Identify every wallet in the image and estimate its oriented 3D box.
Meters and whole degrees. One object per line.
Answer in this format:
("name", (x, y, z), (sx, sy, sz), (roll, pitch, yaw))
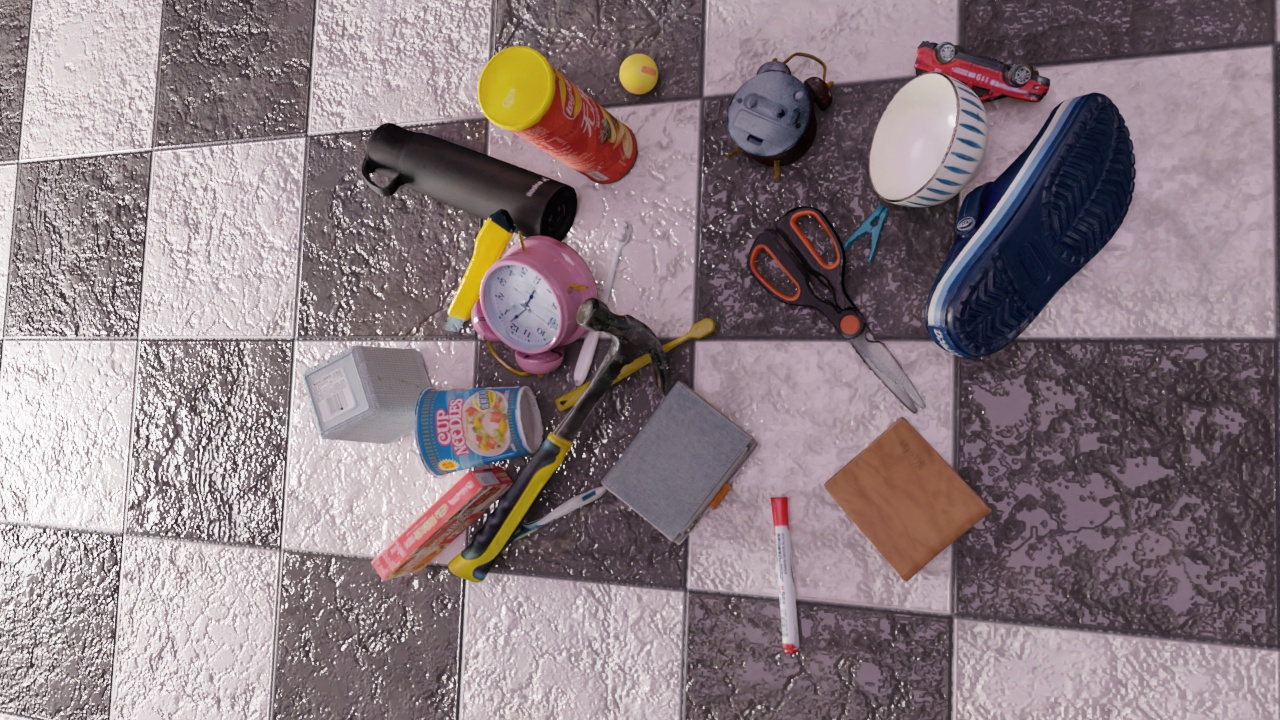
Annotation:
("wallet", (0.241, 0.125, 0.838), (0.101, 0.020, 0.115), (-44, 70, 10))
("wallet", (0.041, 0.102, 0.902), (0.106, 0.037, 0.130), (38, 97, 10))

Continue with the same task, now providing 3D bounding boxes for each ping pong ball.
("ping pong ball", (-0.002, -0.296, 0.949), (0.040, 0.040, 0.040), (-2, 85, 20))

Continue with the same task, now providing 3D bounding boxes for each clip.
("clip", (0.218, -0.121, 0.868), (0.034, 0.013, 0.055), (28, 95, 19))

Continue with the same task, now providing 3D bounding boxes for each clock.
("clock", (0.136, -0.242, 0.887), (0.082, 0.055, 0.122), (30, 95, 21))
("clock", (-0.114, -0.050, 0.944), (0.117, 0.059, 0.159), (38, 129, 9))

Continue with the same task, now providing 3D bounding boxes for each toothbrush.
("toothbrush", (-0.006, 0.006, 0.940), (0.190, 0.016, 0.015), (-28, 77, 17))
("toothbrush", (-0.041, -0.060, 0.957), (0.016, 0.016, 0.180), (18, 92, 25))
("toothbrush", (-0.115, 0.172, 0.966), (0.192, 0.016, 0.018), (-29, 66, 16))

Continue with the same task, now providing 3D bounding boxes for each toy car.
("toy car", (0.306, -0.256, 0.828), (0.120, 0.052, 0.045), (25, 116, 27))

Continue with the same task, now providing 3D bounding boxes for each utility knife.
("utility knife", (-0.175, -0.092, 0.978), (0.033, 0.015, 0.177), (37, 125, 3))

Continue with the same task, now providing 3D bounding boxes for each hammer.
("hammer", (-0.086, 0.095, 0.917), (0.324, 0.126, 0.032), (-55, 32, 13))

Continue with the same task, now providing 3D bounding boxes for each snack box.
("snack box", (-0.207, 0.171, 0.968), (0.153, 0.075, 0.025), (-43, 74, 12))

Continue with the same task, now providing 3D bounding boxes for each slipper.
("slipper", (0.326, -0.111, 0.790), (0.252, 0.105, 0.095), (-54, 29, -6))

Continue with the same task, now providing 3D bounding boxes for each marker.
("marker", (0.137, 0.202, 0.869), (0.017, 0.017, 0.145), (-6, 83, 20))

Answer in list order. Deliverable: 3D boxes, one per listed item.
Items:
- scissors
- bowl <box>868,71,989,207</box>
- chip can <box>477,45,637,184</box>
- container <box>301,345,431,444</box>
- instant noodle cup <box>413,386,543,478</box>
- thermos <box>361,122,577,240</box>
("scissors", (0.182, -0.035, 0.875), (0.140, 0.021, 0.235), (-19, 84, 26))
("bowl", (0.265, -0.190, 0.818), (0.066, 0.116, 0.116), (12, 89, -23))
("chip can", (-0.070, -0.226, 0.875), (0.073, 0.216, 0.073), (-1, 86, 21))
("container", (-0.293, 0.036, 0.991), (0.090, 0.111, 0.090), (-25, 77, 17))
("instant noodle cup", (-0.164, 0.068, 0.956), (0.110, 0.099, 0.099), (-9, 82, 11))
("thermos", (-0.192, -0.185, 0.992), (0.243, 0.068, 0.089), (23, 65, 21))
